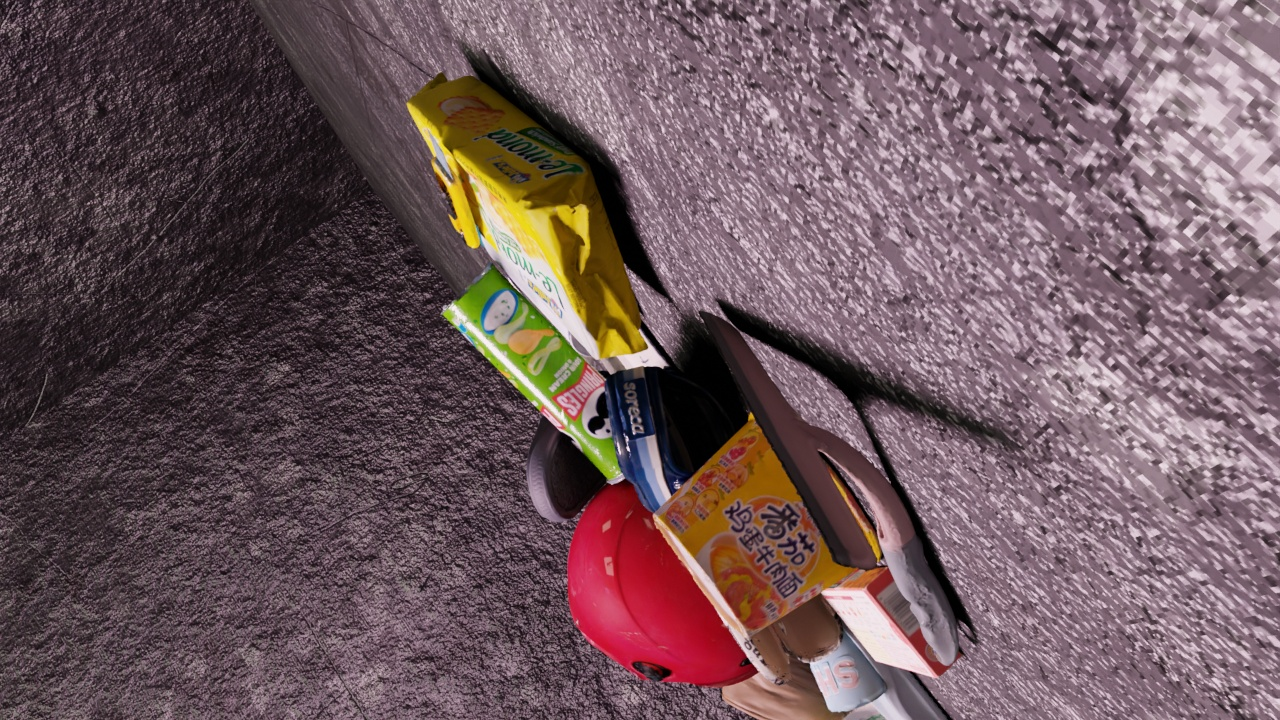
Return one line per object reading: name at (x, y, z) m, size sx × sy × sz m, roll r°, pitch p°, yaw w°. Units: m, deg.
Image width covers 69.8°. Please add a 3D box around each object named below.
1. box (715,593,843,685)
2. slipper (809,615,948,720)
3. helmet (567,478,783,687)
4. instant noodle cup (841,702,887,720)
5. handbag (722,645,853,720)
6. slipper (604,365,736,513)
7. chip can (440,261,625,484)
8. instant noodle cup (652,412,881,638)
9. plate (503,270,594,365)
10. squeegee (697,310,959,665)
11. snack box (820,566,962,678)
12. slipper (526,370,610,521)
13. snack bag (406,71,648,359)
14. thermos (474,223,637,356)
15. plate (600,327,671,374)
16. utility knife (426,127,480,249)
box at (0.098, 0.194, 0.790) m, size 0.076 × 0.086 × 0.162 m, roll -43°, pitch 71°, yaw 38°
slipper at (0.206, 0.301, 0.829) m, size 0.245 × 0.074 × 0.104 m, roll 49°, pitch 171°, yaw 14°
helmet at (0.040, 0.201, 0.894) m, size 0.240 × 0.206 × 0.144 m, roll 26°, pitch 155°, yaw 14°
instant noodle cup at (0.250, 0.403, 0.895) m, size 0.123 × 0.111 × 0.112 m, roll 57°, pitch 171°, yaw 2°
handbag at (0.176, 0.370, 1.055) m, size 0.148 × 0.099 × 0.204 m, roll 20°, pitch 174°, yaw 16°
slipper at (0.031, 0.059, 0.747) m, size 0.253 × 0.095 × 0.105 m, roll 60°, pitch -158°, yaw -70°
chip can at (-0.085, 0.013, 0.884) m, size 0.236 × 0.072 × 0.072 m, roll 46°, pitch 172°, yaw -9°
instant noodle cup at (0.082, 0.120, 0.653) m, size 0.138 × 0.109 × 0.138 m, roll 52°, pitch 170°, yaw 12°
plate at (-0.110, -0.068, 1.012) m, size 0.205 × 0.045 × 0.205 m, roll 61°, pitch 175°, yaw 8°
squeegee at (0.138, 0.099, 0.527) m, size 0.249 × 0.040 × 0.247 m, roll 52°, pitch -172°, yaw -28°
snack box at (0.183, 0.196, 0.697) m, size 0.077 × 0.027 × 0.156 m, roll 51°, pitch 171°, yaw 10°
slipper at (-0.081, 0.089, 0.998) m, size 0.267 × 0.083 × 0.111 m, roll -48°, pitch -53°, yaw -66°
snack bag at (-0.083, -0.118, 0.704) m, size 0.246 × 0.068 × 0.158 m, roll 46°, pitch 167°, yaw 41°
thermos at (-0.089, -0.088, 0.841) m, size 0.224 × 0.073 × 0.073 m, roll 45°, pitch 168°, yaw 41°
plate at (-0.005, 0.005, 0.886) m, size 0.164 × 0.034 × 0.164 m, roll 52°, pitch 170°, yaw 1°
utility knife at (-0.150, -0.131, 0.724) m, size 0.033 × 0.015 × 0.202 m, roll 50°, pitch 169°, yaw 9°
